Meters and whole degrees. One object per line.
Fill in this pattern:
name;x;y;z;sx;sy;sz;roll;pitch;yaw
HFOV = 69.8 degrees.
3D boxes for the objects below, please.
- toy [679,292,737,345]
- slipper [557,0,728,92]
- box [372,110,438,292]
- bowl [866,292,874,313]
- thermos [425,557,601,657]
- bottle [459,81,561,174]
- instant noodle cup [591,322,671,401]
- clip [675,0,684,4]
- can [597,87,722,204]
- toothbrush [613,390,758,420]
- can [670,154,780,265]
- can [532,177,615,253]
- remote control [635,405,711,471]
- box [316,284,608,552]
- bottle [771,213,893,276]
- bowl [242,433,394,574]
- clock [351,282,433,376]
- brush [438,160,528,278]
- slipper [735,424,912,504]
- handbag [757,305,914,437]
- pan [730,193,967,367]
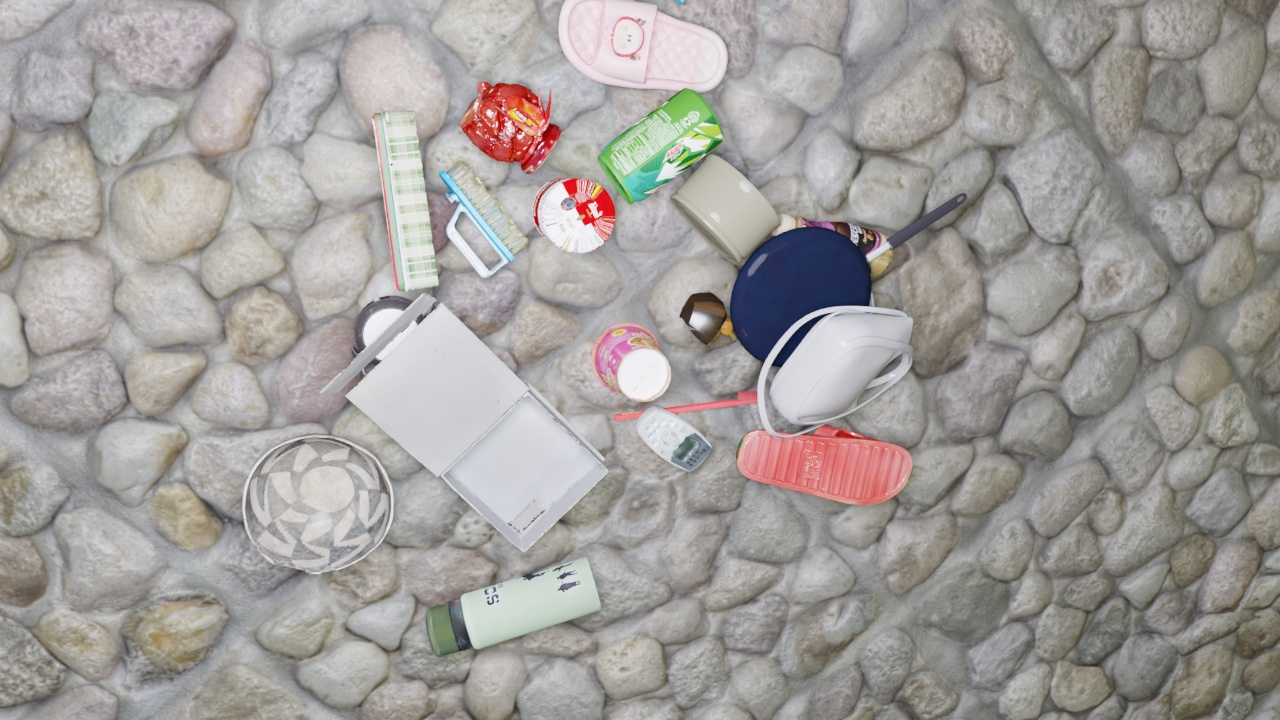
toy;0.103;-0.052;1.235;0.100;0.063;0.076;20;59;-24
slipper;0.005;-0.388;1.137;0.221;0.055;0.107;10;101;-16
box;-0.280;-0.188;1.086;0.051;0.118;0.206;-8;105;-16
bowl;0.265;-0.073;1.268;0.106;0.039;0.106;-6;116;-13
thermos;-0.174;0.339;1.247;0.231;0.082;0.082;-16;105;-10
bottle;-0.155;-0.287;1.102;0.111;0.099;0.099;35;92;-22
instant noodle cup;-0.007;0.007;1.193;0.097;0.108;0.098;-3;102;-13
clip;0.011;-0.491;1.133;0.119;0.027;0.102;21;94;-17
can;0.025;-0.268;1.152;0.144;0.083;0.083;-37;107;-2
toothbrush;0.067;0.061;1.272;0.212;0.012;0.018;-7;103;-11
can;0.107;-0.190;1.166;0.073;0.128;0.128;-46;108;1
can;-0.084;-0.181;1.129;0.086;0.116;0.087;-3;102;-13
remote control;0.045;0.107;1.260;0.114;0.028;0.060;38;100;-25
box;-0.212;0.077;1.167;0.166;0.098;0.368;-44;114;-1
bottle;0.258;-0.162;1.242;0.166;0.059;0.060;14;98;-15
bowl;-0.399;0.170;1.153;0.178;0.081;0.178;-3;102;-13
clock;-0.312;-0.029;1.149;0.091;0.044;0.123;16;98;-16
brush;-0.207;-0.175;1.135;0.075;0.055;0.136;-40;107;-7
slipper;0.259;0.144;1.311;0.249;0.059;0.103;7;102;2
handbag;0.282;0.015;1.249;0.222;0.095;0.216;1;134;-41
pan;0.282;-0.122;1.214;0.356;0.021;0.199;-32;119;1
